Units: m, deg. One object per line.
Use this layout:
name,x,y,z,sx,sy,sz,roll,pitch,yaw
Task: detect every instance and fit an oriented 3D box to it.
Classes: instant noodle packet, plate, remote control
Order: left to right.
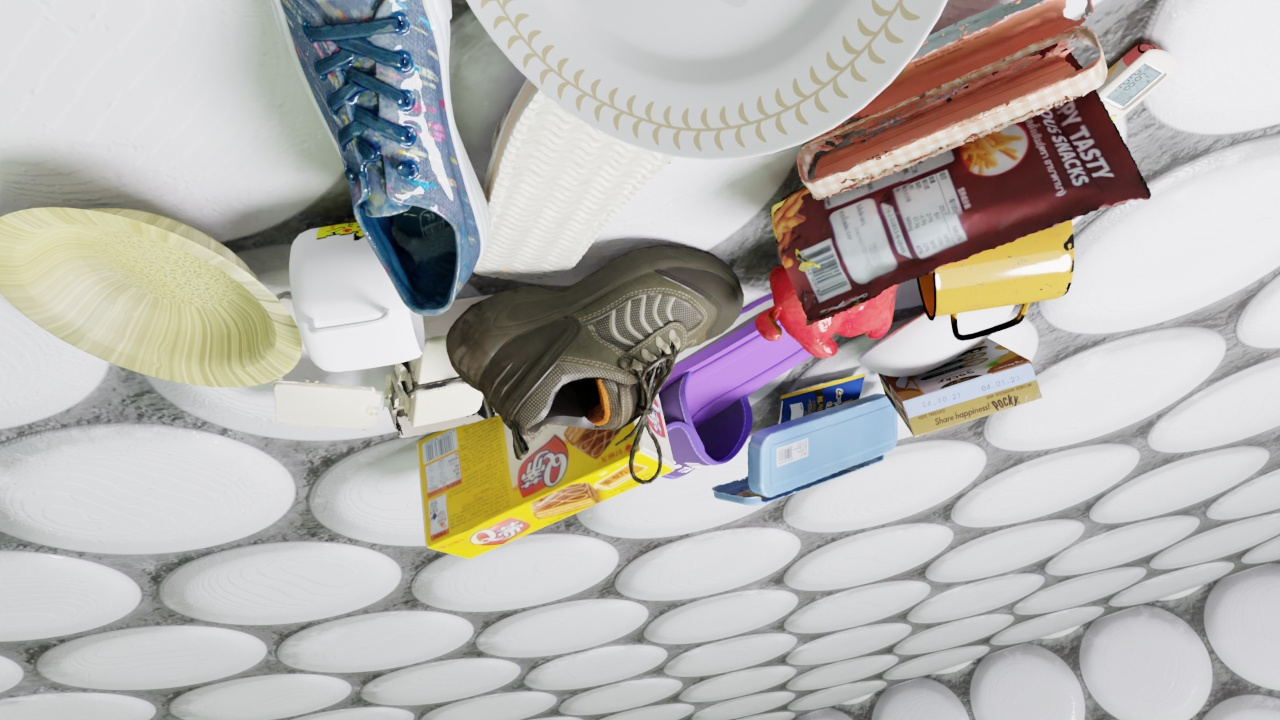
plate,-0.302,-0.046,0.575,0.184,0.036,0.185,5,148,3
plate,0.011,-0.194,0.364,0.243,0.016,0.243,19,136,19
instant noodle packet,0.181,0.058,0.949,0.087,0.026,0.134,-15,149,-6
remote control,0.312,-0.169,0.641,0.038,0.018,0.126,9,142,-32

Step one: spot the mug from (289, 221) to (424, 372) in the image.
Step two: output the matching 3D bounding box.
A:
mug,-0.180,-0.038,0.583,0.068,0.115,0.094,-9,111,-7

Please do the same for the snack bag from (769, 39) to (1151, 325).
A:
snack bag,0.185,-0.111,0.580,0.208,0.138,0.066,-28,140,28

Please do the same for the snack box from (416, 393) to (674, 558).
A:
snack box,-0.090,0.085,0.813,0.231,0.110,0.061,-26,147,21

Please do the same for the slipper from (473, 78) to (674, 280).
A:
slipper,-0.039,-0.125,0.554,0.115,0.052,0.264,0,157,-27

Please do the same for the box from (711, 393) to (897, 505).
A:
box,0.163,0.081,0.892,0.208,0.073,0.086,-11,-175,-39

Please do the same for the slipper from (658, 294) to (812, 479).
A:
slipper,0.062,0.047,0.832,0.107,0.084,0.267,18,137,-41

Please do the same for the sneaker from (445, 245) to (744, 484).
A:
sneaker,-0.004,0.004,0.655,0.237,0.143,0.101,-17,152,-26

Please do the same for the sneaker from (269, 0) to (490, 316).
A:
sneaker,-0.133,-0.120,0.464,0.087,0.079,0.236,-1,137,6

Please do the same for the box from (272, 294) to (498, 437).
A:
box,-0.186,0.004,0.711,0.187,0.058,0.145,-3,146,-22

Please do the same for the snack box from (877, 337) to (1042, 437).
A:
snack box,0.272,0.017,0.808,0.101,0.031,0.185,-19,-175,10

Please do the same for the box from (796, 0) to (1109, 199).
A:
box,0.175,-0.158,0.547,0.188,0.056,0.071,-20,123,28

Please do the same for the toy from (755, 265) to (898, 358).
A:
toy,0.139,-0.059,0.691,0.132,0.088,0.094,-22,154,-27

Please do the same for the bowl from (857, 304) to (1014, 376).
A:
bowl,0.258,-0.024,0.768,0.149,0.043,0.149,-30,171,-6

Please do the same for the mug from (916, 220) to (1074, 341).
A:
mug,0.250,-0.074,0.656,0.094,0.100,0.124,-8,112,11
